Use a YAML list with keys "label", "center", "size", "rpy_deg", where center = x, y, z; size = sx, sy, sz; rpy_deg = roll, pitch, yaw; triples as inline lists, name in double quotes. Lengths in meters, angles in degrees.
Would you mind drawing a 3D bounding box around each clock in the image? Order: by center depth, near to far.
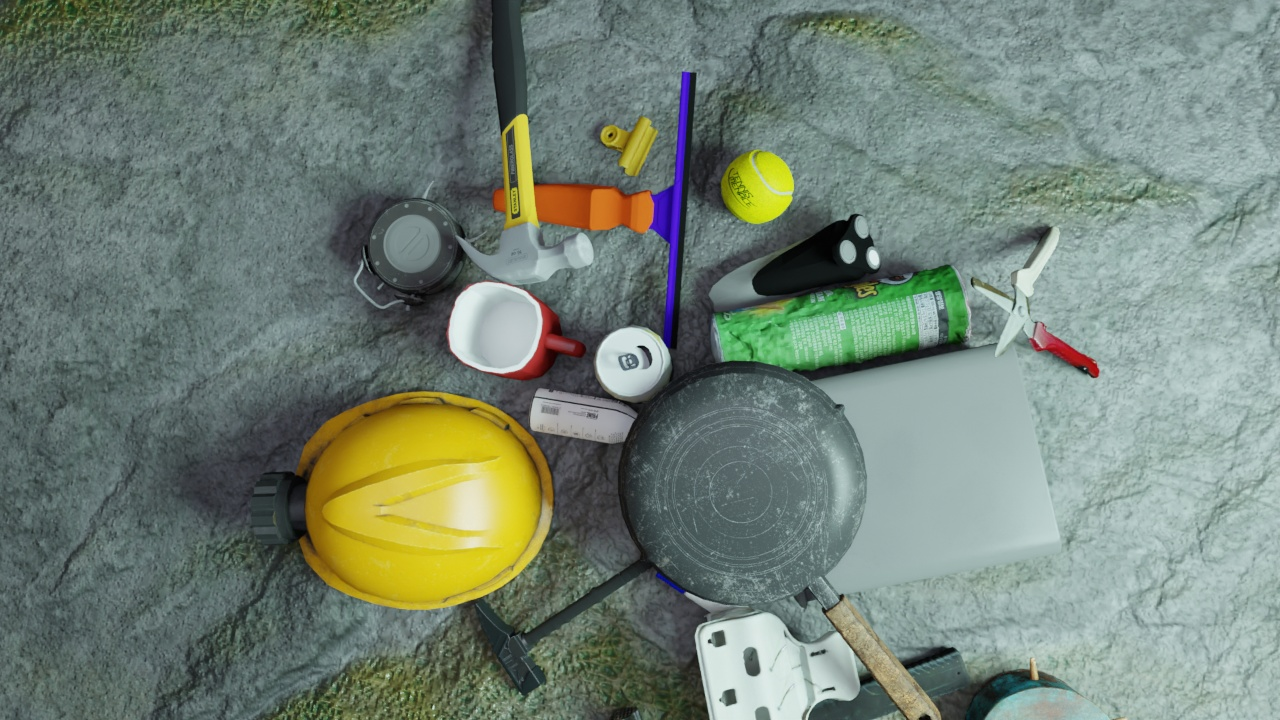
- label: "clock"
  center: [0.334, 0.348, 0.787]
  size: [0.121, 0.073, 0.157]
  rpy_deg: [33, 90, 6]
- label: "clock"
  center: [-0.215, -0.103, 0.876]
  size: [0.091, 0.044, 0.123]
  rpy_deg: [43, 90, 6]

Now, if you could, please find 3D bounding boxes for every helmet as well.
- label: "helmet"
  center: [-0.213, 0.128, 0.818]
  size: [0.255, 0.131, 0.205]
  rpy_deg: [-3, 85, 3]

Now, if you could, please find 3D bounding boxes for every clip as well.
- label: "clip"
  center: [0.110, 0.275, 0.795]
  size: [0.150, 0.110, 0.126]
  rpy_deg: [-5, 82, -34]
- label: "clip"
  center: [-0.013, -0.209, 0.876]
  size: [0.048, 0.046, 0.054]
  rpy_deg: [26, 90, -19]

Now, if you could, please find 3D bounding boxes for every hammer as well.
- label: "hammer"
  center: [-0.011, 0.180, 0.806]
  size: [0.326, 0.015, 0.095]
  rpy_deg: [-37, 84, 19]
- label: "hammer"
  center: [0.140, 0.330, 0.825]
  size: [0.319, 0.032, 0.130]
  rpy_deg: [-21, 84, 2]
- label: "hammer"
  center: [-0.117, -0.221, 0.852]
  size: [0.127, 0.029, 0.323]
  rpy_deg: [-14, 71, 23]

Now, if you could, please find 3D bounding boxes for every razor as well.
- label: "razor"
  center: [0.138, -0.081, 0.844]
  size: [0.156, 0.060, 0.057]
  rpy_deg: [-20, 95, 22]

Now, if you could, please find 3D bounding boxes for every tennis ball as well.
- label: "tennis ball"
  center: [0.107, -0.159, 0.843]
  size: [0.065, 0.065, 0.065]
  rpy_deg: [0, 86, 4]

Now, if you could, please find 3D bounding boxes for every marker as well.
- label: "marker"
  center: [0.076, 0.224, 0.840]
  size: [0.133, 0.027, 0.023]
  rpy_deg: [33, 89, 4]

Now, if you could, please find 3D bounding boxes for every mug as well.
- label: "mug"
  center: [-0.106, -0.021, 0.835]
  size: [0.116, 0.096, 0.080]
  rpy_deg: [15, 87, 5]

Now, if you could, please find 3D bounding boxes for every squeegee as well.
- label: "squeegee"
  center: [-0.047, -0.144, 0.859]
  size: [0.185, 0.055, 0.250]
  rpy_deg: [6, 106, 8]

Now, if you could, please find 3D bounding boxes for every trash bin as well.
- label: "trash bin"
  center: [0.222, 0.096, 0.802]
  size: [0.220, 0.097, 0.191]
  rpy_deg: [-12, 85, 2]

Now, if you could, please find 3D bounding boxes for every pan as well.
- label: "pan"
  center: [0.128, 0.162, 0.733]
  size: [0.208, 0.040, 0.357]
  rpy_deg: [-39, 88, 7]

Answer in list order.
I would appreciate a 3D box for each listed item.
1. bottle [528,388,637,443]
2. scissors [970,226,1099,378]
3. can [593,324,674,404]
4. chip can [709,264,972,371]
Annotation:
- label: "bottle"
  center: [-0.043, 0.054, 0.853]
  size: [0.116, 0.041, 0.041]
  rpy_deg: [9, 87, 5]
- label: "scissors"
  center: [0.346, -0.054, 0.797]
  size: [0.199, 0.015, 0.179]
  rpy_deg: [29, 60, -30]
- label: "can"
  center: [-0.005, 0.005, 0.810]
  size: [0.064, 0.127, 0.064]
  rpy_deg: [0, 86, 4]
- label: "chip can"
  center: [0.174, -0.029, 0.825]
  size: [0.223, 0.075, 0.075]
  rpy_deg: [-11, 85, 5]
